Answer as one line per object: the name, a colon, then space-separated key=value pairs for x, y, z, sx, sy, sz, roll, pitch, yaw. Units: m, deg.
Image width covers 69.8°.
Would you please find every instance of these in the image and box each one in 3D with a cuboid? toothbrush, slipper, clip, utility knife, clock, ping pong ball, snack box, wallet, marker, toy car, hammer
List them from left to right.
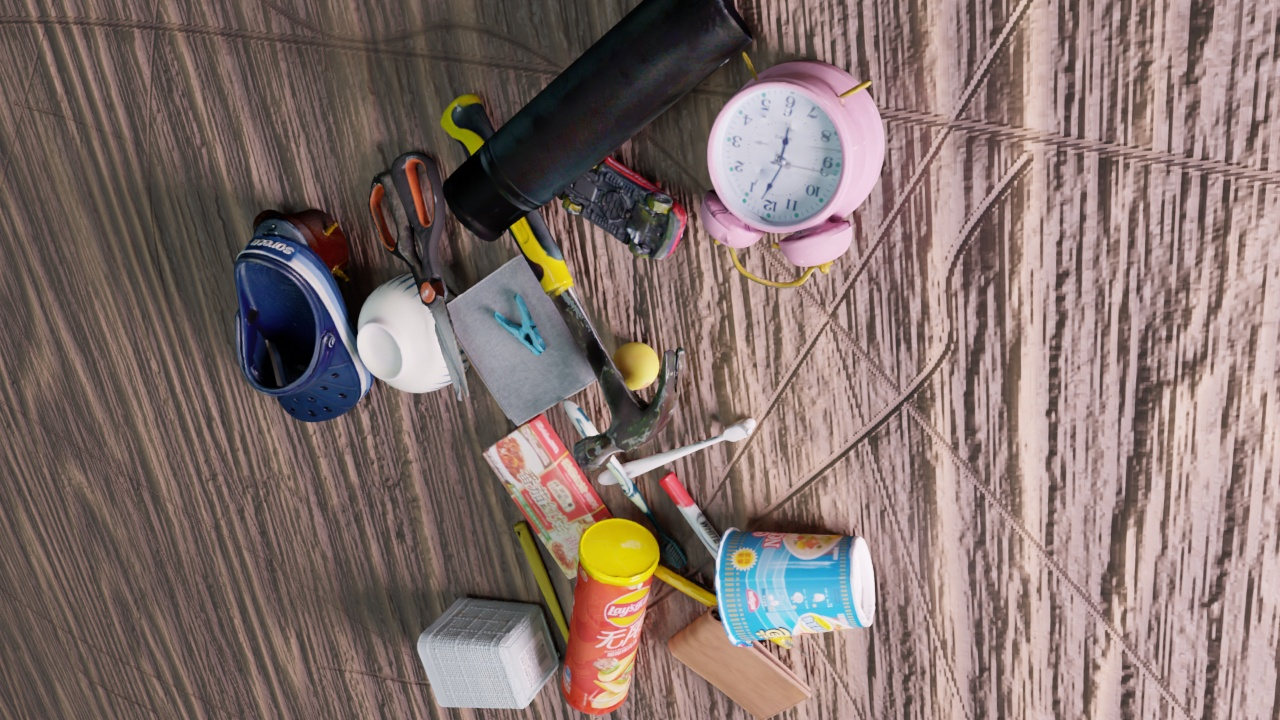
clock: x=-0.345 y=-0.109 z=0.912 sx=0.122 sy=0.055 sz=0.082 roll=7 pitch=115 yaw=29
slipper: x=-0.330 y=-0.010 z=0.883 sx=0.105 sy=0.095 sz=0.253 roll=18 pitch=142 yaw=7
wallet: x=-0.111 y=-0.016 z=0.827 sx=0.107 sy=0.036 sz=0.129 roll=-29 pitch=95 yaw=25
clip: x=-0.101 y=-0.028 z=0.792 sx=0.034 sy=0.013 sz=0.055 roll=-34 pitch=90 yaw=24
toothbrush: x=-0.092 y=0.253 z=0.946 sx=0.016 sy=0.016 sz=0.190 roll=-12 pitch=104 yaw=33
hammer: x=-0.071 y=-0.076 z=0.749 sx=0.126 sy=0.031 sz=0.323 roll=-32 pitch=83 yaw=30
snack box: x=-0.082 y=0.132 z=0.881 sx=0.075 sy=0.025 sz=0.153 roll=-32 pitch=93 yaw=37
toy car: x=-0.015 y=-0.126 z=0.715 sx=0.120 sy=0.045 sz=0.053 roll=38 pitch=126 yaw=18
toothbrush: x=-0.014 y=0.113 z=0.824 sx=0.016 sy=0.018 sz=0.191 roll=-25 pitch=105 yaw=40
ping pong ball: x=-0.005 y=0.004 z=0.770 sx=0.040 sy=0.040 sz=0.040 roll=12 pitch=117 yaw=26
toothbrush: x=0.027 y=0.082 z=0.804 sx=0.181 sy=0.016 sz=0.016 roll=-25 pitch=98 yaw=38
marker: x=0.065 y=0.161 z=0.814 sx=0.017 sy=0.017 sz=0.145 roll=-35 pitch=91 yaw=36
utility knife: x=0.079 y=0.223 z=0.829 sx=0.176 sy=0.033 sz=0.015 roll=26 pitch=79 yaw=15
wallet: x=0.088 y=0.277 z=0.832 sx=0.115 sy=0.020 sz=0.101 roll=39 pitch=143 yaw=4
clock: x=0.100 y=-0.126 z=0.639 sx=0.117 sy=0.059 sz=0.159 roll=20 pitch=121 yaw=23

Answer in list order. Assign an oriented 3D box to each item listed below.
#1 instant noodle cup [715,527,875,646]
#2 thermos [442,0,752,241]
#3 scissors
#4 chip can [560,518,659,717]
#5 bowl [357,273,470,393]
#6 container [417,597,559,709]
instant noodle cup: x=0.129 y=0.181 z=0.744 sx=0.110 sy=0.099 sz=0.099 roll=-9 pitch=106 yaw=24
thermos: x=-0.039 y=-0.186 z=0.663 sx=0.243 sy=0.089 sz=0.068 roll=-33 pitch=130 yaw=22
scissors: x=-0.180 y=-0.079 z=0.810 sx=0.140 sy=0.021 sz=0.235 roll=-48 pitch=67 yaw=28
chip can: x=-0.032 y=0.243 z=0.855 sx=0.073 sy=0.073 sz=0.217 roll=25 pitch=132 yaw=19
bowl: x=-0.225 y=-0.019 z=0.873 sx=0.117 sy=0.066 sz=0.117 roll=12 pitch=117 yaw=26
container: x=-0.156 y=0.309 z=0.965 sx=0.112 sy=0.089 sz=0.090 roll=-7 pitch=108 yaw=30
